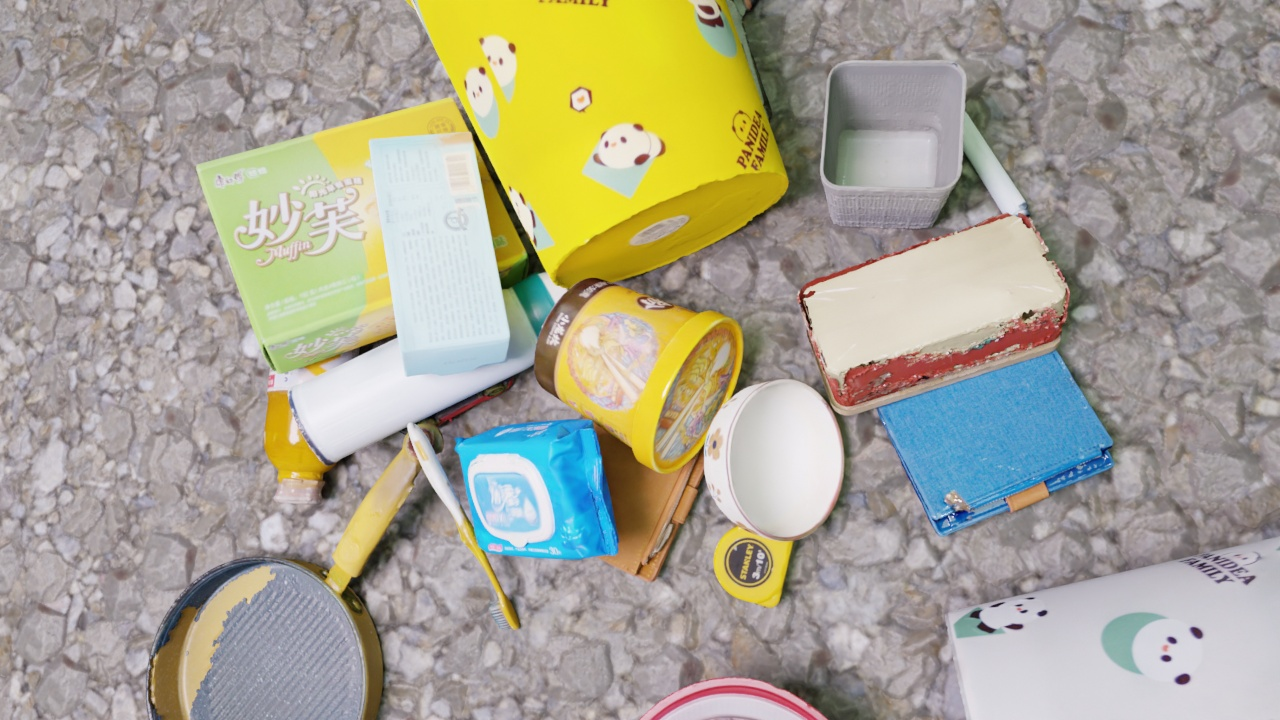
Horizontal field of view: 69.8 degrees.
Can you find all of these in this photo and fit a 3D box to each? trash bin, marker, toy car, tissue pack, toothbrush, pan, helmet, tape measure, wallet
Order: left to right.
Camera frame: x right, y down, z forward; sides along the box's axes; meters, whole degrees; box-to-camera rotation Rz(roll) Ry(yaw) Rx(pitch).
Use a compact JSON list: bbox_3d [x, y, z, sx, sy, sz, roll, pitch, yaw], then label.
[{"bbox_3d":[-0.258,0.194,0.725,0.198,0.078,0.357,39,92,14],"label":"pan"},{"bbox_3d":[-0.157,0.023,0.750,0.106,0.031,0.049,-28,75,-4],"label":"toy car"},{"bbox_3d":[-0.135,0.129,0.693,0.018,0.016,0.191,-19,110,8],"label":"toothbrush"},{"bbox_3d":[-0.080,0.093,0.656,0.157,0.052,0.095,-8,99,45],"label":"tissue pack"},{"bbox_3d":[-0.027,-0.205,0.666,0.230,0.229,0.255,-23,83,8],"label":"trash bin"},{"bbox_3d":[-0.009,0.090,0.708,0.108,0.031,0.131,23,85,16],"label":"wallet"},{"bbox_3d":[0.069,0.338,0.602,0.207,0.144,0.239,-1,68,12],"label":"helmet"},{"bbox_3d":[0.084,0.149,0.681,0.057,0.029,0.060,13,85,13],"label":"tape measure"},{"bbox_3d":[0.255,-0.161,0.693,0.022,0.018,0.130,-27,77,-2],"label":"marker"},{"bbox_3d":[0.251,0.054,0.653,0.133,0.040,0.106,-25,69,7],"label":"wallet"},{"bbox_3d":[0.325,0.219,0.527,0.252,0.229,0.229,-14,79,16],"label":"trash bin"}]

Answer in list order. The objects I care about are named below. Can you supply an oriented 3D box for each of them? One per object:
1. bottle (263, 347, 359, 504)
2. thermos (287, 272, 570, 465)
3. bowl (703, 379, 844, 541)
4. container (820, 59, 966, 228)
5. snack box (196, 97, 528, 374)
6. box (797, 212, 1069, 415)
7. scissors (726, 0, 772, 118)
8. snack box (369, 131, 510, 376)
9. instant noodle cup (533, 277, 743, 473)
[{"bbox_3d":[-0.271,0.023,0.758,0.068,0.068,0.189,3,83,13],"label":"bottle"},{"bbox_3d":[-0.151,-0.001,0.705,0.224,0.073,0.073,-26,77,-5],"label":"thermos"},{"bbox_3d":[0.087,0.072,0.664,0.062,0.113,0.113,-9,77,54],"label":"bowl"},{"bbox_3d":[0.178,-0.147,0.658,0.090,0.114,0.090,4,83,13],"label":"container"},{"bbox_3d":[-0.214,-0.101,0.721,0.209,0.070,0.157,-21,76,-19],"label":"snack box"},{"bbox_3d":[0.202,-0.034,0.642,0.168,0.080,0.091,-19,58,10],"label":"box"},{"bbox_3d":[0.071,-0.301,0.755,0.189,0.015,0.226,37,91,15],"label":"scissors"},{"bbox_3d":[-0.145,-0.078,0.659,0.074,0.052,0.174,-9,70,-14],"label":"snack box"},{"bbox_3d":[-0.004,0.004,0.658,0.114,0.118,0.118,26,88,26],"label":"instant noodle cup"}]
